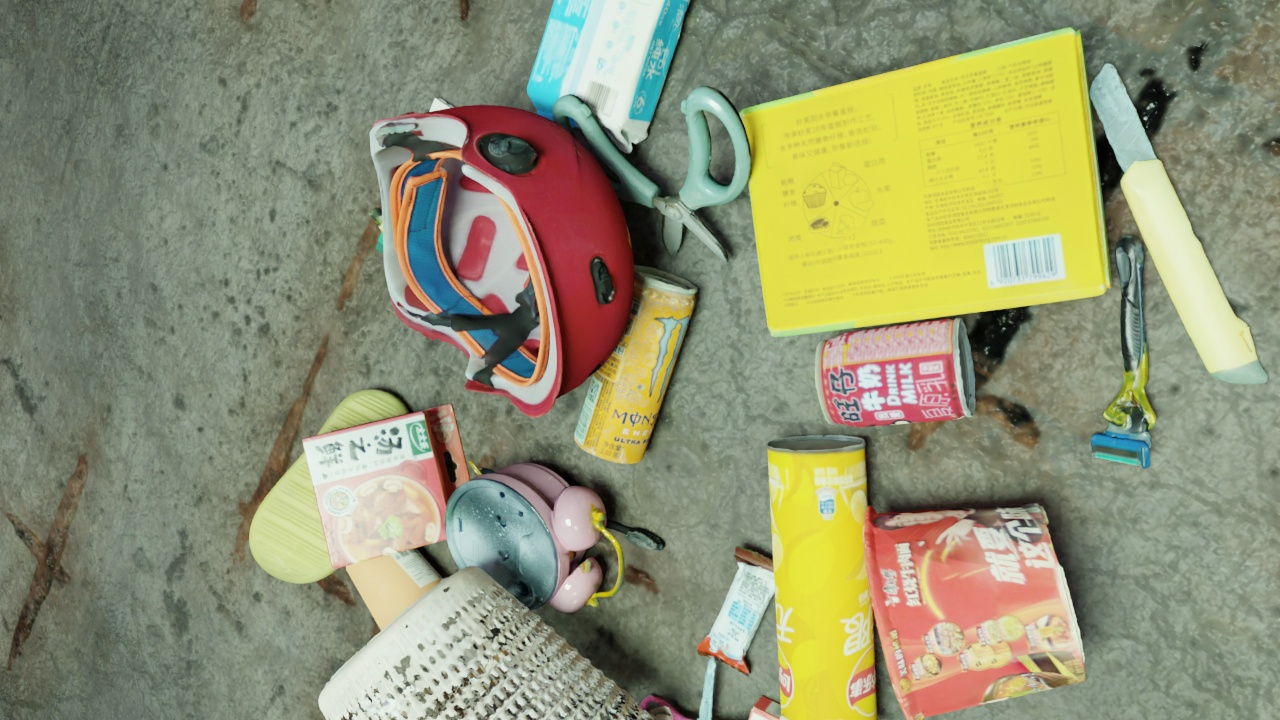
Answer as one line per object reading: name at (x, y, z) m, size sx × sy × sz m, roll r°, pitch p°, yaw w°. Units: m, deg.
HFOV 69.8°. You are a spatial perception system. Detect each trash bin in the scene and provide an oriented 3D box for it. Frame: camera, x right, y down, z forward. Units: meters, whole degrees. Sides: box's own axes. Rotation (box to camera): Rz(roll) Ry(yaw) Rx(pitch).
trash bin at (-0.121, 0.272, 0.681) m, size 0.192 × 0.227 × 0.228 m, roll 48°, pitch 113°, yaw 6°

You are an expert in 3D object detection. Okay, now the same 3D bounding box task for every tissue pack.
tissue pack at (-0.022, -0.235, 0.686) m, size 0.090 × 0.063 × 0.140 m, roll 27°, pitch 109°, yaw 19°

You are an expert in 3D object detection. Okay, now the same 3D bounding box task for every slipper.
slipper at (-0.273, 0.116, 0.845) m, size 0.091 × 0.081 × 0.190 m, roll 31°, pitch 83°, yaw 7°

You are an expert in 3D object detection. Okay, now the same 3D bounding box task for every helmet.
helmet at (-0.080, -0.081, 0.658) m, size 0.240 × 0.143 × 0.207 m, roll 39°, pitch 141°, yaw 31°

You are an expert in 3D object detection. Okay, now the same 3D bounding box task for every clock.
clock at (-0.082, 0.146, 0.748) m, size 0.159 × 0.059 × 0.117 m, roll 17°, pitch 116°, yaw 28°

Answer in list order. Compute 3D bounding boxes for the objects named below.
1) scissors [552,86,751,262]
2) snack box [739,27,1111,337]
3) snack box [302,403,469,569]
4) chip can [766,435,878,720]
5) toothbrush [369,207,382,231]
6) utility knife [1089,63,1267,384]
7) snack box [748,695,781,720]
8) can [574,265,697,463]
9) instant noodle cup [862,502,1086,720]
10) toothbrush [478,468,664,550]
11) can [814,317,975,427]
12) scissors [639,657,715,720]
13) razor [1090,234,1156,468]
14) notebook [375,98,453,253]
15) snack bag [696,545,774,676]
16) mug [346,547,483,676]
scissors at (0.004, -0.144, 0.649) m, size 0.179 × 0.019 × 0.171 m, roll 32°, pitch 152°, yaw 12°
snack box at (0.180, -0.106, 0.595) m, size 0.210 × 0.069 × 0.157 m, roll -7°, pitch 92°, yaw 27°
snack box at (-0.212, 0.106, 0.791) m, size 0.127 × 0.044 × 0.113 m, roll -14°, pitch 89°, yaw -12°
chip can at (0.130, 0.162, 0.650) m, size 0.072 × 0.072 × 0.213 m, roll -1°, pitch 94°, yaw 27°
toothbrush at (-0.184, -0.061, 0.804) m, size 0.186 × 0.012 × 0.017 m, roll 52°, pitch 127°, yaw 10°
utility knife at (0.321, -0.081, 0.556) m, size 0.031 × 0.022 × 0.213 m, roll -25°, pitch 91°, yaw 25°
snack box at (0.105, 0.346, 0.706) m, size 0.077 × 0.027 × 0.156 m, roll 18°, pitch 104°, yaw 23°
can at (-0.004, 0.004, 0.706) m, size 0.058 × 0.058 × 0.146 m, roll 24°, pitch 106°, yaw 22°
instant noodle cup at (0.210, 0.151, 0.579) m, size 0.109 × 0.137 × 0.138 m, roll -14°, pitch 89°, yaw 19°
toothbrush at (-0.065, 0.124, 0.774) m, size 0.190 × 0.016 × 0.014 m, roll 18°, pitch 98°, yaw 25°
can at (0.170, 0.010, 0.615) m, size 0.094 × 0.066 × 0.066 m, roll -7°, pitch 92°, yaw 27°
scissors at (0.049, 0.298, 0.718) m, size 0.134 × 0.017 × 0.135 m, roll -18°, pitch 80°, yaw 42°
razor at (0.305, -0.007, 0.572) m, size 0.043 × 0.022 × 0.142 m, roll -174°, pitch 83°, yaw -70°
notebook at (-0.127, -0.109, 0.782) m, size 0.209 × 0.012 × 0.151 m, roll 34°, pitch 110°, yaw 19°
snack bag at (0.078, 0.193, 0.703) m, size 0.048 × 0.026 × 0.104 m, roll 21°, pitch 104°, yaw 16°
mug at (-0.207, 0.215, 0.824) m, size 0.123 × 0.078 × 0.078 m, roll 47°, pitch 113°, yaw 19°
